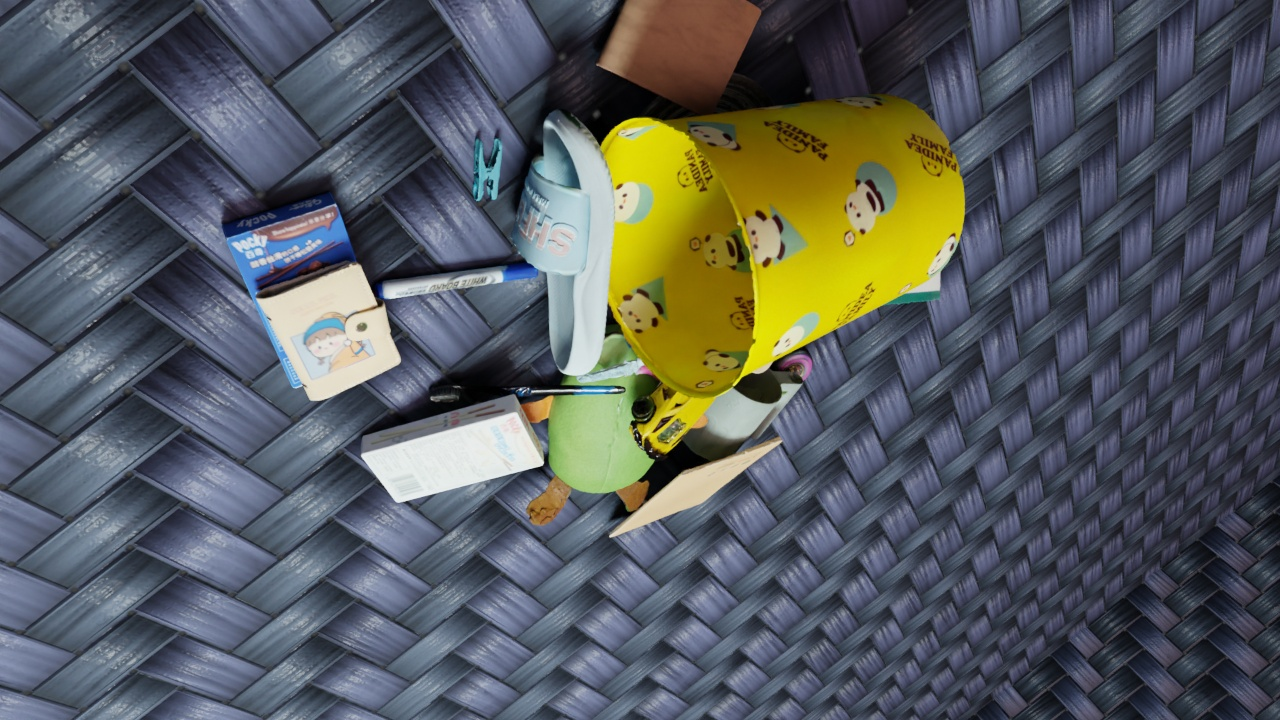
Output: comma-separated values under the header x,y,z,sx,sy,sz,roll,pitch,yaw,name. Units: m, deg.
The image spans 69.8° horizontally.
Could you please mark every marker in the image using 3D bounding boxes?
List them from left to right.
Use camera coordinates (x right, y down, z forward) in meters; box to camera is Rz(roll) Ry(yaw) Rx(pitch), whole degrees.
x,y,z,sx,sy,sz,roll,pitch,yaw,name
-0.160,-0.071,0.811,0.145,0.017,0.017,-11,131,-27,marker

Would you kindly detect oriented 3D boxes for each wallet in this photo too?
x,y,z,sx,sy,sz,roll,pitch,yaw,name
-0.248,-0.025,0.747,0.087,0.024,0.115,-21,134,-12,wallet
0.033,-0.265,0.752,0.115,0.020,0.101,18,109,-31,wallet

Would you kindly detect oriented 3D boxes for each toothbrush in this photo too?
x,y,z,sx,sy,sz,roll,pitch,yaw,name
-0.108,0.031,0.874,0.189,0.016,0.014,0,131,2,toothbrush

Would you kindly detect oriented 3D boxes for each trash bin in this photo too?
x,y,z,sx,sy,sz,roll,pitch,yaw,name
0.122,-0.116,0.790,0.254,0.229,0.230,-20,135,-27,trash bin

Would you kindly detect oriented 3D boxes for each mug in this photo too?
x,y,z,sx,sy,sz,roll,pitch,yaw,name
0.115,0.054,1.053,0.123,0.083,0.104,4,133,-36,mug

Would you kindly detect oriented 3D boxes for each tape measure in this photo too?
x,y,z,sx,sy,sz,roll,pitch,yaw,name
0.173,0.002,1.088,0.058,0.039,0.057,-44,131,15,tape measure

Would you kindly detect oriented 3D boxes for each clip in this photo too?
x,y,z,sx,sy,sz,roll,pitch,yaw,name
-0.127,-0.158,0.761,0.043,0.014,0.057,-11,132,-26,clip

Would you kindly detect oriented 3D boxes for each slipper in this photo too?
x,y,z,sx,sy,sz,roll,pitch,yaw,name
-0.072,-0.094,0.783,0.074,0.104,0.246,-10,126,-19,slipper

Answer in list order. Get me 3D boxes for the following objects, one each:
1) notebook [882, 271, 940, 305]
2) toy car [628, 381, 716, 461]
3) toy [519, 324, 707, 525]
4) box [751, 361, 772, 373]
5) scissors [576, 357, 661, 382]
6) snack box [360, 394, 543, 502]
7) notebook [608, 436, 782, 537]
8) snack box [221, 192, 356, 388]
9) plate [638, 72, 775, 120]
x,y,z,sx,sy,sz,roll,pitch,yaw,name
0.251,-0.133,0.990,0.208,0.012,0.150,-6,99,-30,notebook
0.048,0.028,0.904,0.155,0.041,0.071,-51,146,-4,toy car
-0.036,0.067,0.964,0.226,0.090,0.247,1,122,-21,toy
0.074,-0.056,0.954,0.168,0.076,0.091,15,118,-35,box
-0.005,0.005,0.881,0.133,0.017,0.057,-11,120,-35,scissors
-0.181,0.088,0.892,0.157,0.026,0.085,-16,136,3,snack box
0.061,0.152,1.088,0.147,0.008,0.208,-15,160,-32,notebook
-0.268,-0.054,0.745,0.084,0.026,0.157,-22,135,-18,snack box
0.051,-0.185,0.853,0.179,0.024,0.180,-20,136,-20,plate
